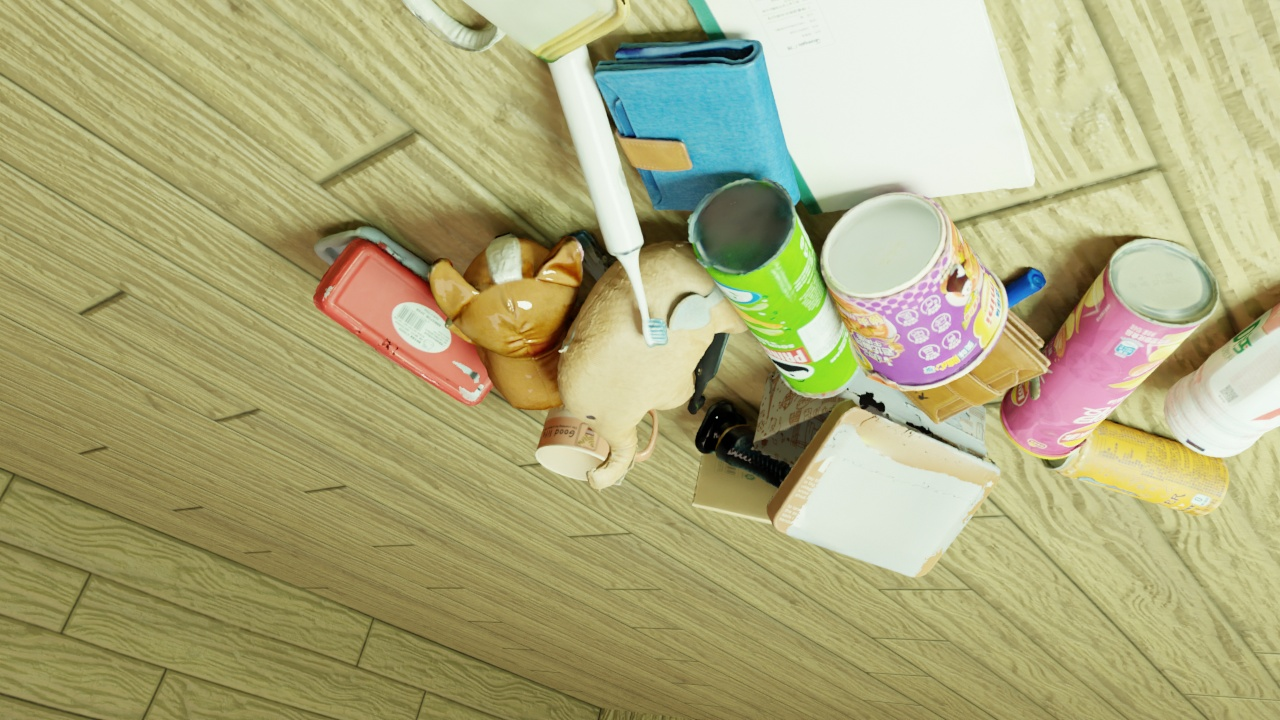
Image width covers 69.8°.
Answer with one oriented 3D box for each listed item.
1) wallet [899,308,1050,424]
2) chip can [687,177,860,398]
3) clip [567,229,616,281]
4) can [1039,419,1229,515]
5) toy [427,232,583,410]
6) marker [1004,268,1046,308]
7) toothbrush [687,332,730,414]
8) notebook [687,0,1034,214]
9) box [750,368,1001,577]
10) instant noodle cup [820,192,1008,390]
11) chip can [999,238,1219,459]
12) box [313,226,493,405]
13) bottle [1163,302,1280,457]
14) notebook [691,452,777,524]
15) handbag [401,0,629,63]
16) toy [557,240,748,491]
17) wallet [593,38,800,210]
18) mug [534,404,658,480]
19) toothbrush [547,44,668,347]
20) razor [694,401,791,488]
[{"bbox_3d":[0.244,-0.006,0.719,0.119,0.035,0.131,45,150,1],"label":"wallet"},{"bbox_3d":[0.106,-0.043,0.662,0.072,0.072,0.236,1,160,24],"label":"chip can"},{"bbox_3d":[-0.039,-0.083,0.757,0.024,0.028,0.057,-13,132,38],"label":"clip"},{"bbox_3d":[0.434,0.090,0.809,0.146,0.058,0.058,17,152,-4],"label":"can"},{"bbox_3d":[-0.096,-0.042,0.764,0.140,0.130,0.200,-18,159,0],"label":"toy"},{"bbox_3d":[0.258,-0.031,0.715,0.017,0.016,0.146,21,152,-12],"label":"marker"},{"bbox_3d":[0.063,0.004,0.864,0.026,0.027,0.213,45,159,17],"label":"toothbrush"},{"bbox_3d":[0.131,-0.163,0.537,0.151,0.012,0.209,-4,146,33],"label":"notebook"},{"bbox_3d":[0.208,0.099,0.815,0.182,0.168,0.151,25,152,-19],"label":"box"},{"bbox_3d":[0.177,-0.051,0.611,0.112,0.111,0.099,-5,149,32],"label":"instant noodle cup"},{"bbox_3d":[0.334,0.000,0.676,0.071,0.071,0.211,11,152,7],"label":"chip can"},{"bbox_3d":[-0.219,-0.046,0.868,0.099,0.095,0.201,26,169,48],"label":"box"},{"bbox_3d":[0.445,-0.001,0.630,0.068,0.068,0.197,14,149,2],"label":"bottle"},{"bbox_3d":[0.162,0.131,0.946,0.208,0.147,0.008,12,117,4],"label":"notebook"},{"bbox_3d":[-0.095,-0.229,0.489,0.163,0.063,0.179,31,163,-28],"label":"handbag"},{"bbox_3d":[-0.004,0.004,0.735,0.143,0.082,0.226,22,115,-29],"label":"toy"},{"bbox_3d":[0.038,-0.143,0.582,0.106,0.040,0.133,5,152,23],"label":"wallet"},{"bbox_3d":[-0.038,0.061,0.929,0.114,0.105,0.082,9,152,10],"label":"mug"},{"bbox_3d":[-0.018,-0.101,0.613,0.026,0.026,0.221,-4,123,22],"label":"toothbrush"},{"bbox_3d":[0.136,0.102,0.930,0.167,0.062,0.067,30,-159,21],"label":"razor"}]
